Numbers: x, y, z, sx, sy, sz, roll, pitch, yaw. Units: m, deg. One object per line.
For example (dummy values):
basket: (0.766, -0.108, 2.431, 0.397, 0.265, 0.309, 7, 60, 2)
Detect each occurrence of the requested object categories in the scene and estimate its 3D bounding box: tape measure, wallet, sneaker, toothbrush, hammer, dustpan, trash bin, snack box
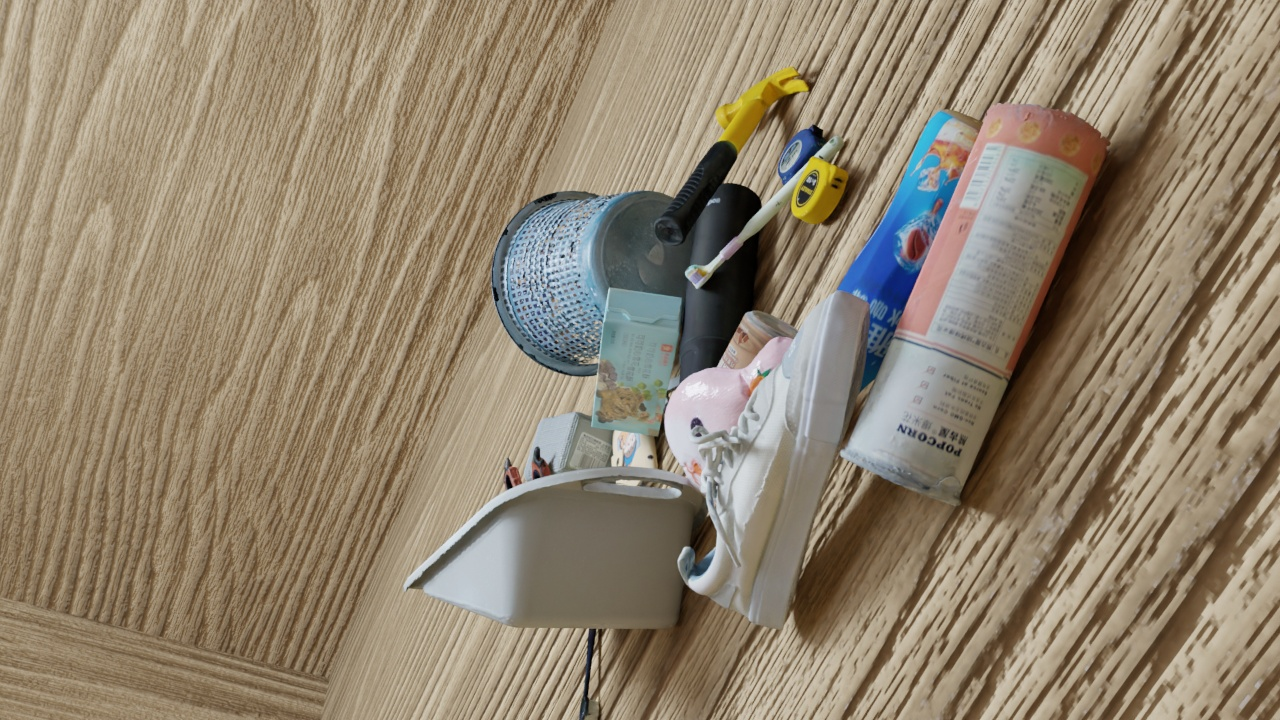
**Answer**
tape measure: (0.160, -0.148, 0.810, 0.057, 0.029, 0.060, -63, 18, 15)
wallet: (-0.008, 0.104, 1.029, 0.087, 0.024, 0.115, -53, 32, 39)
sneaker: (0.080, 0.061, 0.591, 0.089, 0.091, 0.243, -47, -28, -60)
toothbrush: (-0.048, 0.295, 0.956, 0.180, 0.018, 0.016, -89, 20, -53)
hammer: (0.086, -0.212, 0.936, 0.129, 0.033, 0.299, -24, 25, 44)
dustpan: (-0.063, 0.160, 0.828, 0.258, 0.222, 0.142, -4, 77, 60)
tape measure: (0.156, -0.195, 0.881, 0.058, 0.025, 0.054, -53, 21, 33)
trash bin: (-0.029, -0.097, 1.032, 0.195, 0.226, 0.226, -5, 65, 61)
snack box: (-0.006, 0.005, 0.940, 0.175, 0.074, 0.051, 99, 180, -49)
toothbrush: (0.116, -0.138, 0.851, 0.190, 0.020, 0.029, -43, 46, 11)

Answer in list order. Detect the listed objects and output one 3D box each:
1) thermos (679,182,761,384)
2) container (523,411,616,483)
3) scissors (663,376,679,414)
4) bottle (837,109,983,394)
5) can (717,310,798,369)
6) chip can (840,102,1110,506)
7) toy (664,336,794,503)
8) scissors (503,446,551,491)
thermos: (0.087, -0.065, 0.893, 0.090, 0.068, 0.242, -17, 50, 34)
container: (-0.076, 0.116, 1.128, 0.114, 0.090, 0.090, -23, 49, 63)
scissors: (0.022, 0.033, 1.057, 0.181, 0.014, 0.159, -47, 30, 46)
bottle: (0.169, -0.052, 0.605, 0.219, 0.065, 0.065, -64, 18, 18)
can: (0.090, 0.020, 0.775, 0.116, 0.058, 0.058, -63, 18, 18)
chip can: (0.186, -0.031, 0.515, 0.215, 0.071, 0.071, -68, 17, 3)
toy: (0.084, 0.050, 0.705, 0.054, 0.121, 0.160, -23, -17, -49)
scissors: (-0.122, 0.205, 1.108, 0.189, 0.015, 0.227, 23, 118, 56)
